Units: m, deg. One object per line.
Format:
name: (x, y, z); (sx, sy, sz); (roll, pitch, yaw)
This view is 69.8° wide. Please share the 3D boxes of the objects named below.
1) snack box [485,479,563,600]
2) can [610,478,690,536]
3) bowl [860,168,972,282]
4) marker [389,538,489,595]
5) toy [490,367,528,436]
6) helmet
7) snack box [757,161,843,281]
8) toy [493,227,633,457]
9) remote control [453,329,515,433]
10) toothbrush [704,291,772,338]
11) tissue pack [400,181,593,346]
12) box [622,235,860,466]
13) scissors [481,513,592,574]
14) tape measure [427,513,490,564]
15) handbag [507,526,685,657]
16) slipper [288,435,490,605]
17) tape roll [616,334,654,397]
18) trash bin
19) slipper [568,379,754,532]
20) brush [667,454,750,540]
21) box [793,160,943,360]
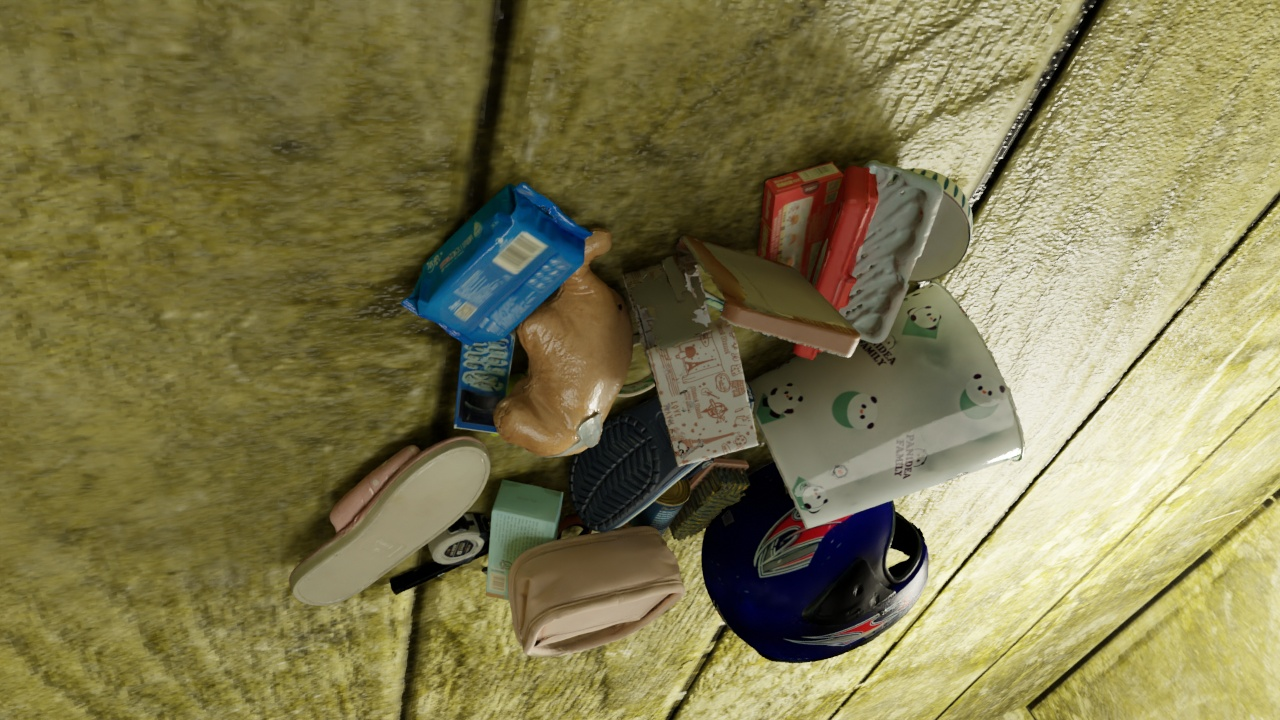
snack box: (-0.139, 0.221, 1.095); (0.074, 0.051, 0.175); (11, 131, 0)
can: (0.006, 0.186, 1.155); (0.075, 0.075, 0.111); (1, 134, -32)
bowl: (0.277, -0.145, 0.926); (0.117, 0.116, 0.066); (102, 15, -45)
marker: (-0.244, 0.252, 1.128); (0.132, 0.020, 0.022); (-24, 114, -3)
toy: (-0.122, 0.037, 0.941); (0.100, 0.031, 0.097); (-12, 135, -24)
helmet: (0.234, 0.243, 1.230); (0.315, 0.247, 0.241); (-23, 120, -15)
snack box: (0.158, -0.125, 0.926); (0.075, 0.025, 0.153); (-18, 142, -12)
toy: (-0.061, -0.016, 0.874); (0.143, 0.082, 0.226); (3, 107, -55)
remote control: (-0.150, 0.018, 0.884); (0.049, 0.024, 0.125); (10, 122, -6)
toothbrush: (0.087, -0.055, 0.971); (0.191, 0.018, 0.016); (21, 122, -44)
tissue pack: (-0.124, -0.079, 0.788); (0.157, 0.052, 0.095); (-41, 139, 16)
box: (0.092, -0.030, 0.845); (0.185, 0.182, 0.154); (-15, 121, -1)
scissors: (-0.094, 0.253, 1.159); (0.189, 0.015, 0.226); (18, 129, -10)
tape measure: (-0.217, 0.210, 1.083); (0.066, 0.033, 0.066); (12, 126, -43)
handbag: (-0.067, 0.302, 1.106); (0.193, 0.093, 0.235); (-7, 142, -24)
slipper: (-0.271, 0.166, 0.982); (0.275, 0.054, 0.114); (-42, 140, 14)
tape roll: (-0.006, 0.006, 0.989); (0.085, 0.014, 0.086); (-16, 141, -14)
trash bin: (0.268, 0.061, 1.063); (0.252, 0.229, 0.230); (-25, 143, 6)
slipper: (0.024, 0.095, 1.050); (0.253, 0.105, 0.095); (-40, 161, 18)
brush: (0.075, 0.171, 1.184); (0.063, 0.073, 0.146); (8, 135, -37)
box: (0.223, -0.089, 0.901); (0.101, 0.095, 0.202); (13, 133, 4)
